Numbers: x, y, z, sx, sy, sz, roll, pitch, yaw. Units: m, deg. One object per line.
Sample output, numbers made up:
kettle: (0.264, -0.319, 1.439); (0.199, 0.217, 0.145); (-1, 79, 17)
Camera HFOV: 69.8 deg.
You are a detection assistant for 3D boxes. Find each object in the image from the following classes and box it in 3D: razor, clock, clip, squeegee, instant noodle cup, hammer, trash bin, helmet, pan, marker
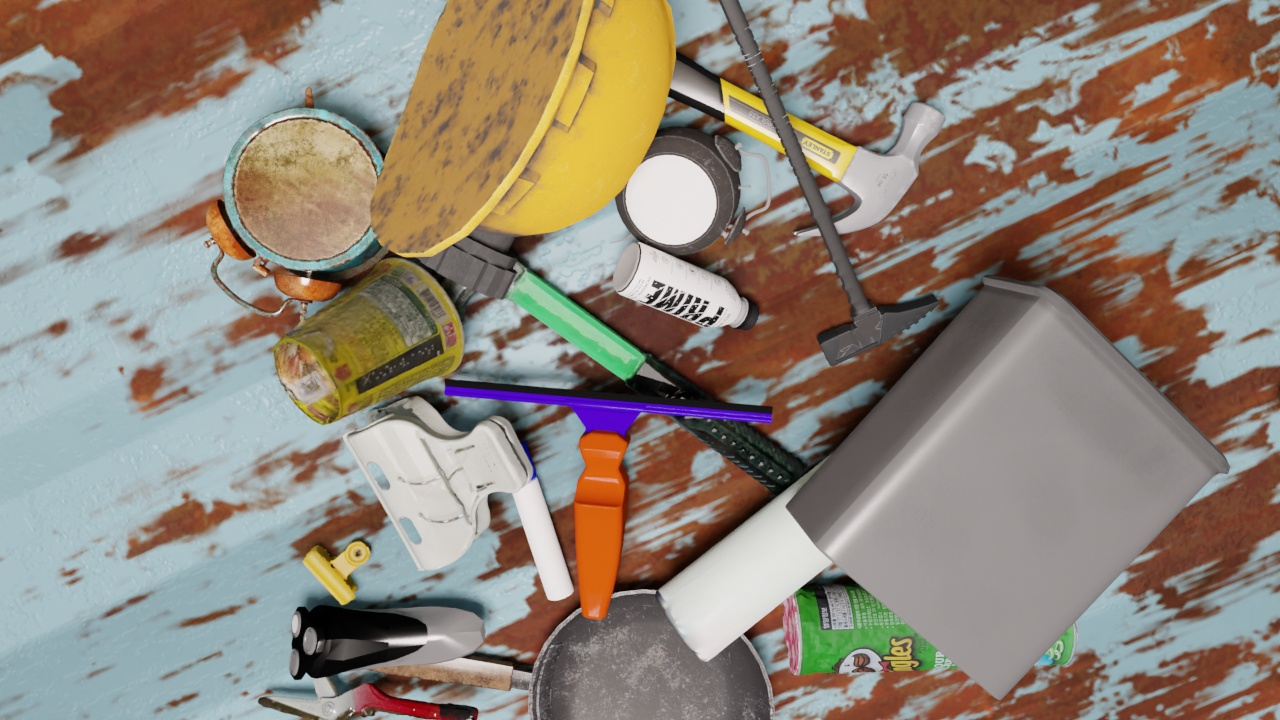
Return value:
razor: (-0.205, 0.225, 0.743); (0.156, 0.060, 0.057); (0, 72, -11)
clock: (0.031, -0.123, 0.671); (0.123, 0.043, 0.091); (1, 118, 17)
clip: (-0.248, 0.171, 0.759); (0.048, 0.046, 0.054); (-33, 99, 32)
squeegee: (-0.031, 0.113, 0.719); (0.250, 0.055, 0.185); (5, 99, 5)
clip: (-0.157, 0.092, 0.692); (0.151, 0.109, 0.126); (-11, 110, 47)
instant noodle cup: (-0.199, -0.008, 0.663); (0.102, 0.108, 0.102); (20, 128, 28)
hammer: (0.118, -0.144, 0.650); (0.095, 0.015, 0.325); (-26, 116, 9)
clock: (-0.248, -0.106, 0.676); (0.121, 0.073, 0.157); (36, 88, -7)
trash bin: (0.246, 0.086, 0.635); (0.192, 0.097, 0.220); (40, 94, -12)
hammer: (0.055, -0.196, 0.681); (0.323, 0.029, 0.127); (26, 101, -4)
helmet: (-0.058, -0.165, 0.606); (0.131, 0.205, 0.255); (22, 100, -38)
hammer: (-0.004, 0.004, 0.722); (0.318, 0.032, 0.130); (36, 99, -7)
pan: (-0.067, 0.273, 0.774); (0.357, 0.040, 0.208); (10, 96, 6)
marker: (-0.086, 0.133, 0.751); (0.027, 0.023, 0.133); (-22, 103, -27)

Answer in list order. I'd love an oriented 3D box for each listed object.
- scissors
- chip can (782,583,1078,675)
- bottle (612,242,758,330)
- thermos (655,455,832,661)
scissors: (-0.227, 0.317, 0.749); (0.199, 0.015, 0.179); (-3, 75, 11)
chip can: (0.231, 0.214, 0.743); (0.223, 0.075, 0.075); (-1, 102, 0)
bottle: (0.038, -0.051, 0.693); (0.116, 0.041, 0.041); (20, 102, -25)
thermos: (0.120, 0.136, 0.710); (0.230, 0.068, 0.068); (-38, 99, -3)
